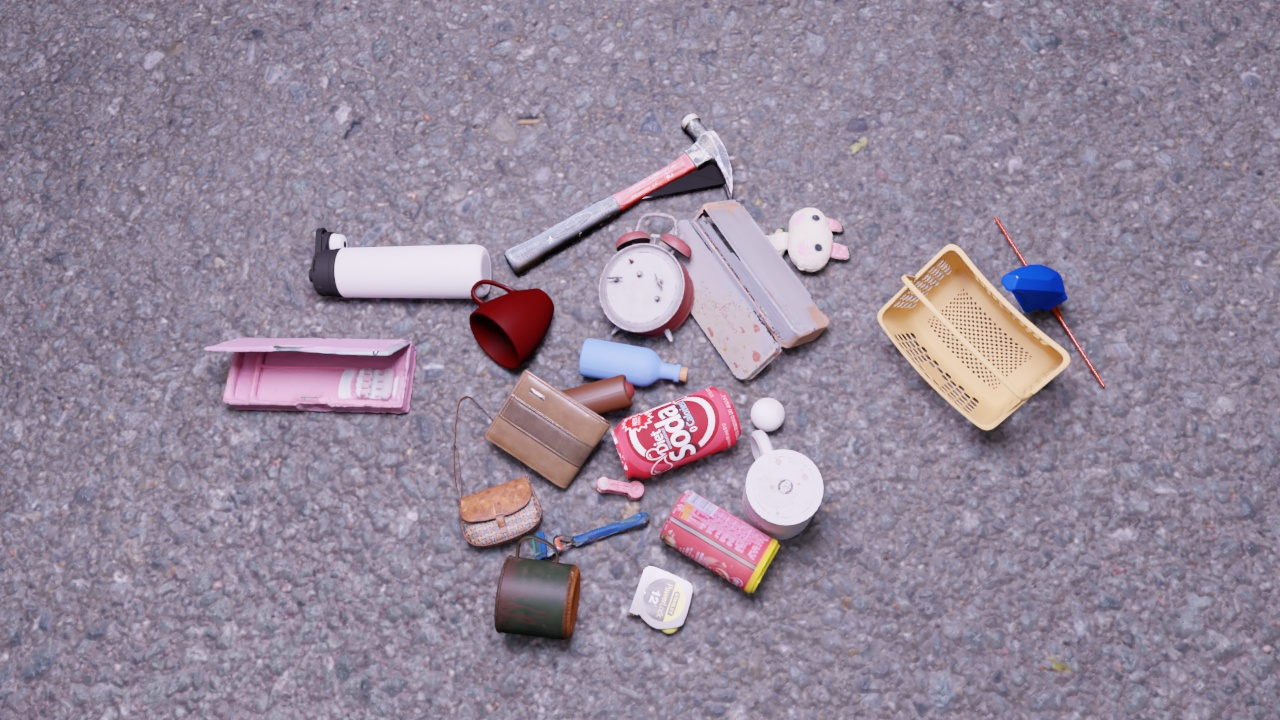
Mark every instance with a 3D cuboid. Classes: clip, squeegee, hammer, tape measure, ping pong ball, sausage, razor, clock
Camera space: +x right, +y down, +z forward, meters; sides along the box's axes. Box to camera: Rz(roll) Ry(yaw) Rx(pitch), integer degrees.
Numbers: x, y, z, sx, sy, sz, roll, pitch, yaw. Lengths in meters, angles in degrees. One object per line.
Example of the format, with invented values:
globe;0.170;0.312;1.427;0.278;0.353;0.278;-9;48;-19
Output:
clip;-0.026;0.152;1.088;0.060;0.044;0.023;15;73;-21
squeegee;0.459;-0.084;1.062;0.055;0.184;0.249;-38;66;33
hammer;-0.026;-0.199;1.207;0.326;0.036;0.140;-30;69;-7
tape measure;0.023;0.272;1.040;0.065;0.017;0.064;18;72;10
ping pong ball;0.152;0.065;1.094;0.040;0.040;0.040;-1;70;3
sausage;-0.082;0.054;1.105;0.156;0.040;0.040;-15;69;10
razor;-0.056;0.204;1.069;0.141;0.018;0.043;-14;33;-3
clock;0.009;-0.107;1.132;0.110;0.062;0.156;8;85;19

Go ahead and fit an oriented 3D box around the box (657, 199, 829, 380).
box;0.123;-0.090;1.155;0.114;0.096;0.217;-18;66;-36

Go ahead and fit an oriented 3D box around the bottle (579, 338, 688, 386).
bottle;-0.007;0.007;1.122;0.131;0.048;0.048;10;71;7

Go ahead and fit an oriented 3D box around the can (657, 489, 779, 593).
can;0.088;0.203;1.034;0.124;0.067;0.066;29;74;13

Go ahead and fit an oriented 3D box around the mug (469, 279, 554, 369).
mug;-0.160;-0.059;1.138;0.114;0.087;0.088;47;60;0

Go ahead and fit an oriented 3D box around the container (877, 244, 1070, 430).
container;0.368;-0.024;1.032;0.129;0.166;0.183;-47;72;21

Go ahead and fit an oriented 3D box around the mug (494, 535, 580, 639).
mug;-0.111;0.250;1.016;0.081;0.085;0.111;6;94;4

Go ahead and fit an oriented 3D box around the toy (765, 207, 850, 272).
toy;0.211;-0.153;1.168;0.112;0.050;0.087;2;70;0

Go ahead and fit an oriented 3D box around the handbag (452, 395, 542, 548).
handbag;-0.184;0.125;1.099;0.093;0.043;0.195;-18;66;-5

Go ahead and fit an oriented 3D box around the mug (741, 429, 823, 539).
mug;0.152;0.136;1.038;0.083;0.096;0.119;-19;70;-3

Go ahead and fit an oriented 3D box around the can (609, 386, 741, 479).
can;0.042;0.086;1.076;0.142;0.074;0.074;-20;70;-4

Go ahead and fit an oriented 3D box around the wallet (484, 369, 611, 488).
wallet;-0.111;0.082;1.082;0.121;0.027;0.099;34;102;-1

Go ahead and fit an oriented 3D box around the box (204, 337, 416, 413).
box;-0.404;0.005;1.119;0.233;0.107;0.099;2;71;5

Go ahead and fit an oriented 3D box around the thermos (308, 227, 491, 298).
thermos;-0.310;-0.128;1.185;0.230;0.069;0.101;0;62;5
